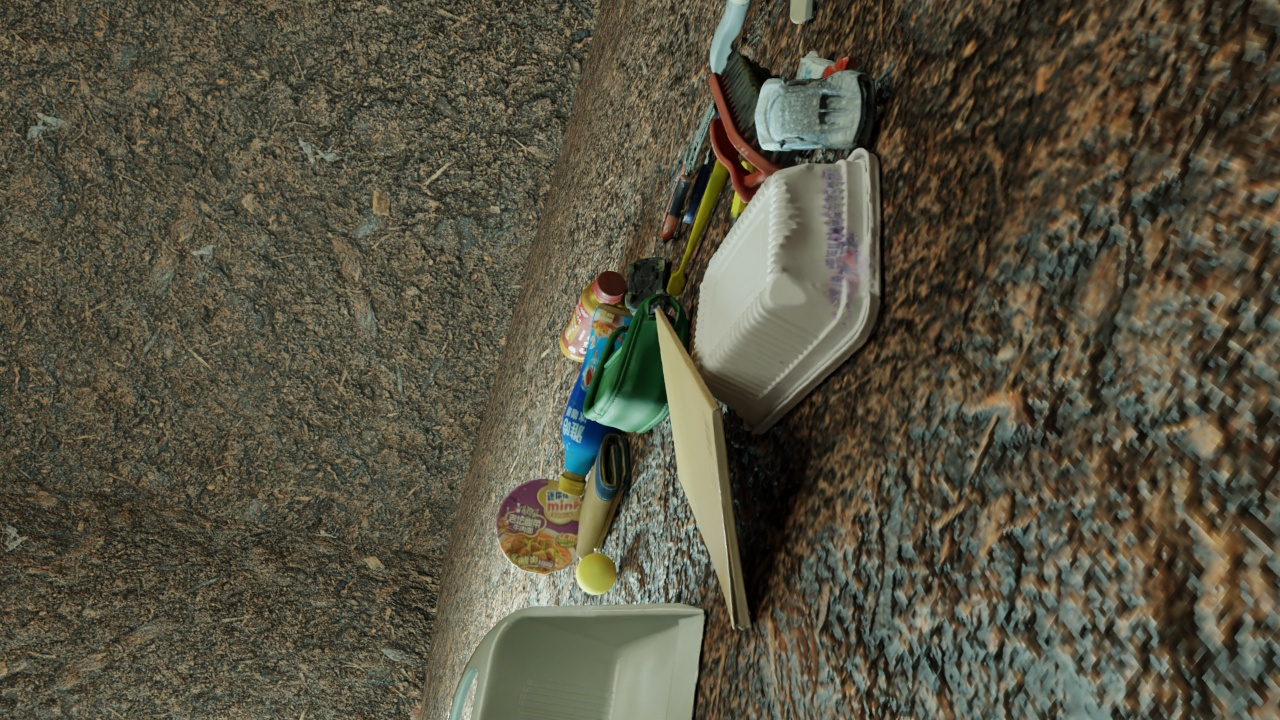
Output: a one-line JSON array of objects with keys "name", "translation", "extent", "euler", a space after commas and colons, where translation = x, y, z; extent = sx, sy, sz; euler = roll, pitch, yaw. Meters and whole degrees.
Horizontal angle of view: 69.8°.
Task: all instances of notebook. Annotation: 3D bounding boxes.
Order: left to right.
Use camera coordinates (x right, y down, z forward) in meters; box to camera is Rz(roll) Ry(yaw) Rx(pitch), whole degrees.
[{"name": "notebook", "translation": [0.038, 0.062, 0.634], "extent": [0.211, 0.012, 0.149], "euler": [-113, 13, -69]}]

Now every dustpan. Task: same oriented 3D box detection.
[{"name": "dustpan", "translation": [-0.070, 0.297, 0.711], "extent": [0.258, 0.142, 0.222], "euler": [131, 150, -67]}]

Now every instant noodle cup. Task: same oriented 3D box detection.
[{"name": "instant noodle cup", "translation": [-0.120, 0.196, 1.124], "extent": [0.099, 0.111, 0.111], "euler": [172, 111, -84]}, {"name": "instant noodle cup", "translation": [0.085, -0.045, 0.587], "extent": [0.174, 0.060, 0.137], "euler": [127, 154, -57]}]

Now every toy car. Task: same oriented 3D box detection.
[{"name": "toy car", "translation": [0.008, -0.079, 0.998], "extent": [0.090, 0.043, 0.034], "euler": [-86, -11, -48]}, {"name": "toy car", "translation": [0.108, -0.160, 0.594], "extent": [0.106, 0.031, 0.049], "euler": [17, 109, 56]}]

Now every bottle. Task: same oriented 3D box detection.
[{"name": "bottle", "translation": [-0.063, -0.060, 1.246], "extent": [0.175, 0.057, 0.057], "euler": [124, 156, -57]}, {"name": "bottle", "translation": [-0.048, 0.047, 1.036], "extent": [0.065, 0.065, 0.219], "euler": [-141, 67, -76]}]

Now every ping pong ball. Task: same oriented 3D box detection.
[{"name": "ping pong ball", "translation": [-0.044, 0.211, 0.907], "extent": [0.040, 0.040, 0.040], "euler": [-167, 91, -78]}]

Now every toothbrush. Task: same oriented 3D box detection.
[{"name": "toothbrush", "translation": [0.062, -0.145, 0.888], "extent": [0.016, 0.015, 0.190], "euler": [-84, 13, -59]}]

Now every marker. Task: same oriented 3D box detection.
[{"name": "marker", "translation": [0.080, -0.106, 0.775], "extent": [0.018, 0.015, 0.124], "euler": [-160, 81, -78]}]

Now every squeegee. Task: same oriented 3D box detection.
[{"name": "squeegee", "translation": [0.104, -0.351, 0.876], "extent": [0.247, 0.039, 0.246], "euler": [133, 149, -66]}]

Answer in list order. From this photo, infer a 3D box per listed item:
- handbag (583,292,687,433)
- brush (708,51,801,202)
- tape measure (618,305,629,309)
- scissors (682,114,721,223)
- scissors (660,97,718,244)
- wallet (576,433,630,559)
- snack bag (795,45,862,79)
[{"name": "handbag", "translation": [-0.005, 0.005, 0.900], "extent": [0.132, 0.068, 0.120], "euler": [131, 151, -64]}, {"name": "brush", "translation": [0.087, -0.176, 0.710], "extent": [0.069, 0.063, 0.145], "euler": [-54, 24, 30]}, {"name": "tape measure", "translation": [-0.020, -0.036, 1.098], "extent": [0.060, 0.029, 0.057], "euler": [164, 118, -76]}, {"name": "scissors", "translation": [0.066, -0.193, 0.867], "extent": [0.176, 0.012, 0.162], "euler": [113, 176, -67]}, {"name": "scissors", "translation": [0.047, -0.186, 0.936], "extent": [0.210, 0.015, 0.177], "euler": [-98, 23, -78]}, {"name": "wallet", "translation": [-0.043, 0.148, 0.998], "extent": [0.090, 0.033, 0.115], "euler": [-91, 18, -57]}, {"name": "snack bag", "translation": [0.126, -0.193, 0.638], "extent": [0.105, 0.026, 0.045], "euler": [-105, 20, -67]}]
